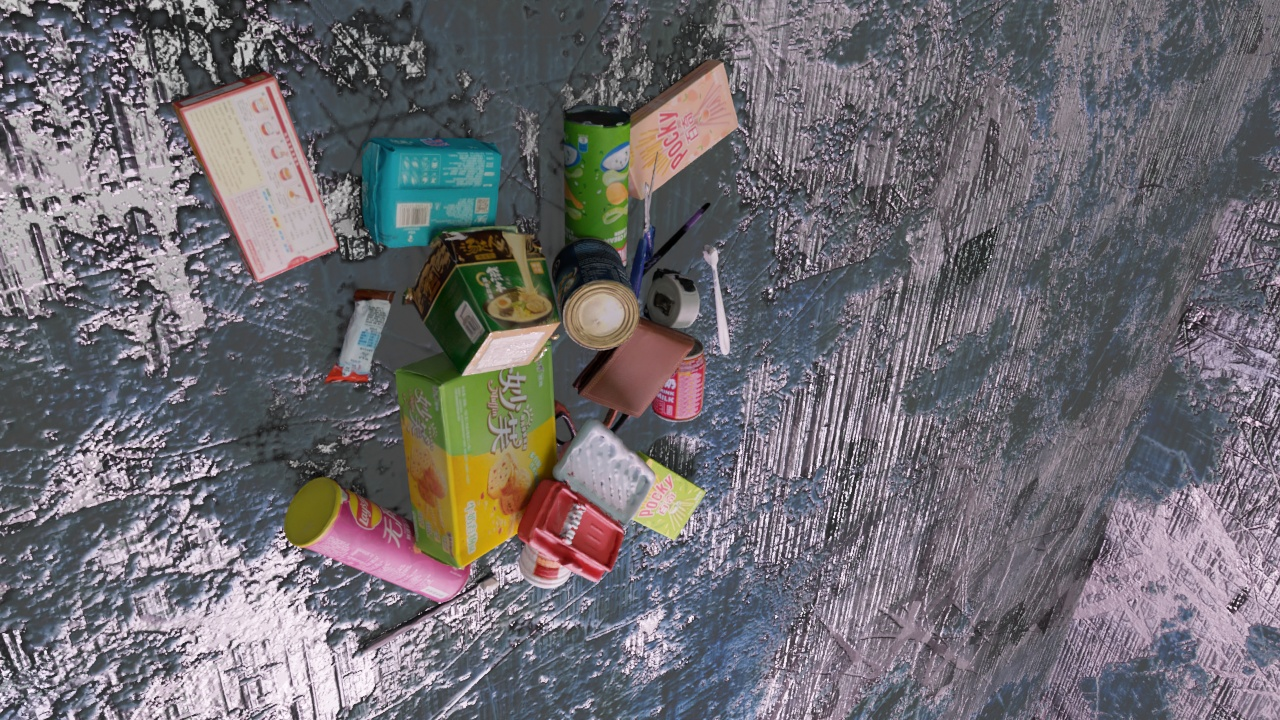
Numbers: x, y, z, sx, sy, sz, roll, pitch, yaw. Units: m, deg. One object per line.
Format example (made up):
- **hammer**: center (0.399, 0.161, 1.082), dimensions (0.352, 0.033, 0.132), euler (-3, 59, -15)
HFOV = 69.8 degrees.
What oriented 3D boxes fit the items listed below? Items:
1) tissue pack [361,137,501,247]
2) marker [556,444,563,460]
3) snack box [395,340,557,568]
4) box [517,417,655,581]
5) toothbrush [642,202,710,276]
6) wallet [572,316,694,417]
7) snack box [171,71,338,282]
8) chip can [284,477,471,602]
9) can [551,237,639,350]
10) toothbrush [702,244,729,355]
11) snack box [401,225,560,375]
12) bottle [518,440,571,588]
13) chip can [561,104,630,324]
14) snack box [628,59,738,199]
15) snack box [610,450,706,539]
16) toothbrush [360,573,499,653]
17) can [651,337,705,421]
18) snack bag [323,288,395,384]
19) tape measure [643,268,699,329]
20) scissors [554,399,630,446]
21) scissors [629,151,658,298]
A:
- **tissue pack**: center (-0.189, -0.156, 0.847), dimensions (0.133, 0.050, 0.093), euler (-9, 119, -40)
- **marker**: center (-0.144, 0.129, 1.074), dimensions (0.145, 0.017, 0.017), euler (-21, 127, -24)
- **snack box**: center (-0.164, 0.088, 0.960), dimensions (0.157, 0.070, 0.210), euler (-26, 123, -48)
- **box**: center (-0.056, 0.163, 1.053), dimensions (0.158, 0.039, 0.201), euler (-65, 150, -16)
- **toothbrush**: center (0.019, -0.124, 1.087), dimensions (0.188, 0.014, 0.017), euler (-47, 134, -11)
- **wallet**: center (-0.006, 0.006, 1.084), dimensions (0.101, 0.032, 0.125), euler (23, 114, -38)
- **snack box**: center (-0.312, -0.148, 0.756), dimensions (0.076, 0.027, 0.156), euler (-30, 131, -26)
- **chip can**: center (-0.271, 0.194, 0.971), dimensions (0.071, 0.071, 0.210), euler (-52, 138, -5)
- **can**: center (-0.045, -0.067, 0.906), dimensions (0.075, 0.111, 0.075), euler (-5, 120, -9)
- **toothbrush**: center (0.100, -0.075, 1.192), dimensions (0.016, 0.016, 0.180), euler (-33, 135, -21)
- **snack box**: center (-0.145, -0.052, 0.876), dimensions (0.117, 0.105, 0.119), euler (-10, 154, -38)
- **bottle**: center (-0.097, 0.184, 1.107), dimensions (0.068, 0.068, 0.197), euler (-10, 129, -39)
- **chip can**: center (-0.048, -0.144, 0.971), dimensions (0.072, 0.072, 0.236), euler (-19, 125, -34)
- **snack box**: center (0.038, -0.256, 1.014), dimensions (0.157, 0.026, 0.084), euler (-40, 135, -18)
- **snack box**: center (0.023, 0.189, 1.271), dimensions (0.085, 0.026, 0.156), euler (-56, 137, -2)
- **toothbrush**: center (-0.249, 0.304, 1.099), dimensions (0.180, 0.018, 0.016), euler (-24, 131, -29)
- **can**: center (0.048, 0.022, 1.162), dimensions (0.066, 0.066, 0.094), euler (-20, 127, -33)
- **snack bag**: center (-0.267, -0.021, 0.876), dimensions (0.048, 0.026, 0.104), euler (2, 112, -50)
- **tape measure**: center (0.038, -0.071, 1.097), dimensions (0.033, 0.066, 0.066), euler (-5, 118, -39)
- **scissors**: center (-0.063, 0.105, 1.150), dimensions (0.188, 0.015, 0.226), euler (-38, 136, -19)
- **scissors**: center (0.005, -0.138, 1.001), dimensions (0.174, 0.012, 0.162), euler (27, 75, -85)
